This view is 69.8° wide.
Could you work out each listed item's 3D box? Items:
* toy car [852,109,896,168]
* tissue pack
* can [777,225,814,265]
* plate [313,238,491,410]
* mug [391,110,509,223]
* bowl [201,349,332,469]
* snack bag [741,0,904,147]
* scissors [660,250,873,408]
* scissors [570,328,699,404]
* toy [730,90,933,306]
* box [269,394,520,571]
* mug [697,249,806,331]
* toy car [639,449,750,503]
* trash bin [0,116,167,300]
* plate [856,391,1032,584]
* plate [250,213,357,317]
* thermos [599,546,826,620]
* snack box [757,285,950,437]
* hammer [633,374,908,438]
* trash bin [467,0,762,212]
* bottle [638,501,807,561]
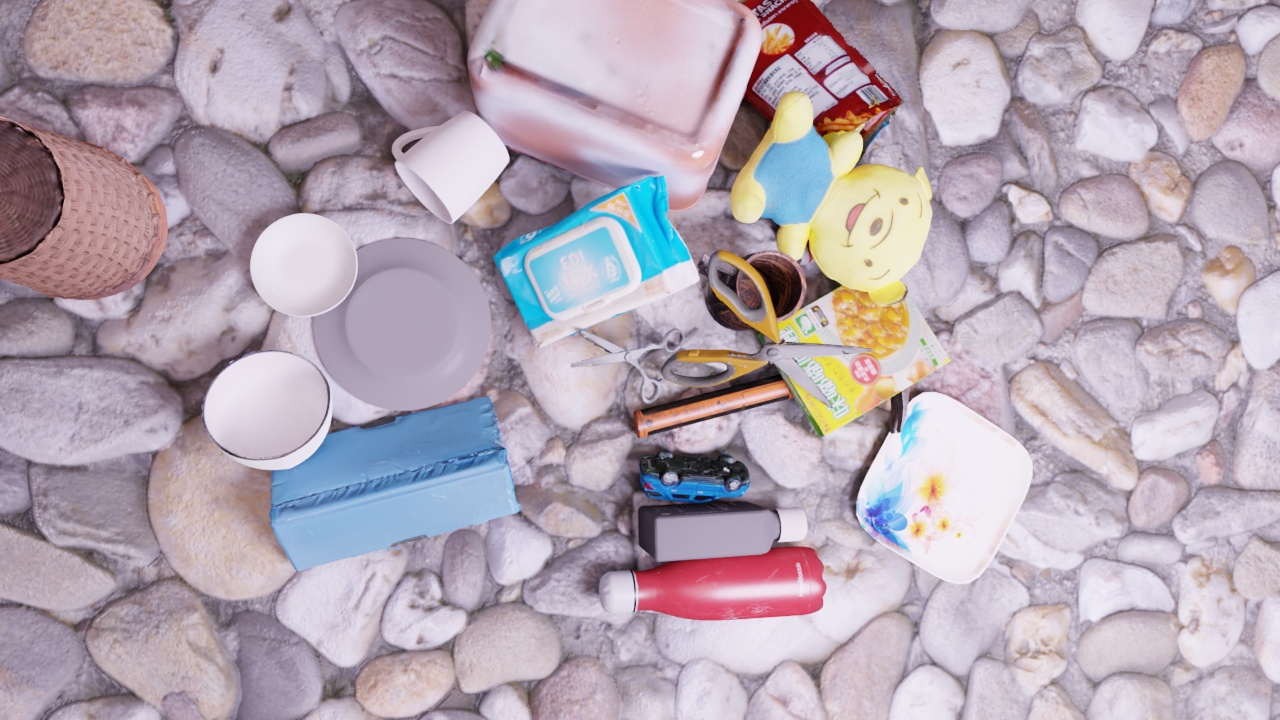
[{"bbox_3d":[0.245,-0.259,1.033,0.048,0.032,0.105,37,90,7],"label":"toy car"},{"bbox_3d":[-0.044,-0.096,0.914,0.210,0.065,0.117,-21,98,30],"label":"tissue pack"},{"bbox_3d":[0.204,-0.150,1.017,0.096,0.054,0.054,-31,95,-10],"label":"can"},{"bbox_3d":[-0.244,-0.038,0.943,0.178,0.012,0.178,1,87,-9],"label":"plate"},{"bbox_3d":[-0.199,-0.207,0.933,0.114,0.081,0.087,38,74,23],"label":"mug"},{"bbox_3d":[-0.353,0.055,0.884,0.116,0.066,0.116,3,63,-7],"label":"bowl"},{"bbox_3d":[0.173,-0.318,0.998,0.139,0.066,0.208,-40,81,-4],"label":"snack bag"},{"bbox_3d":[0.115,-0.023,0.920,0.226,0.016,0.229,-4,131,22],"label":"scissors"},{"bbox_3d":[-0.003,-0.015,0.962,0.146,0.014,0.141,-49,133,-15],"label":"scissors"},{"bbox_3d":[0.202,-0.163,0.945,0.214,0.084,0.149,28,106,-8],"label":"toy"},{"bbox_3d":[-0.250,0.120,0.936,0.231,0.094,0.112,-14,48,-10],"label":"box"},{"bbox_3d":[0.104,-0.080,0.969,0.115,0.107,0.080,22,85,-10],"label":"mug"},{"bbox_3d":[0.057,0.126,0.987,0.120,0.056,0.044,3,114,-6],"label":"toy car"},{"bbox_3d":[-0.521,-0.135,0.794,0.151,0.210,0.151,0,89,-12],"label":"trash bin"},{"bbox_3d":[0.350,0.147,1.061,0.187,0.016,0.187,31,84,-9],"label":"plate"},{"bbox_3d":[-0.334,-0.094,0.920,0.104,0.026,0.104,0,85,-5],"label":"plate"},{"bbox_3d":[0.075,0.240,0.978,0.239,0.073,0.073,-1,90,-11],"label":"thermos"},{"bbox_3d":[0.232,-0.014,0.997,0.168,0.027,0.132,-30,85,-10],"label":"snack box"},{"bbox_3d":[0.148,0.045,1.010,0.314,0.035,0.137,-14,84,-9],"label":"hammer"},{"bbox_3d":[-0.028,-0.283,0.903,0.260,0.157,0.181,22,84,-1],"label":"trash bin"},{"bbox_3d":[0.090,0.179,0.977,0.173,0.084,0.046,-1,90,-12],"label":"bottle"}]
